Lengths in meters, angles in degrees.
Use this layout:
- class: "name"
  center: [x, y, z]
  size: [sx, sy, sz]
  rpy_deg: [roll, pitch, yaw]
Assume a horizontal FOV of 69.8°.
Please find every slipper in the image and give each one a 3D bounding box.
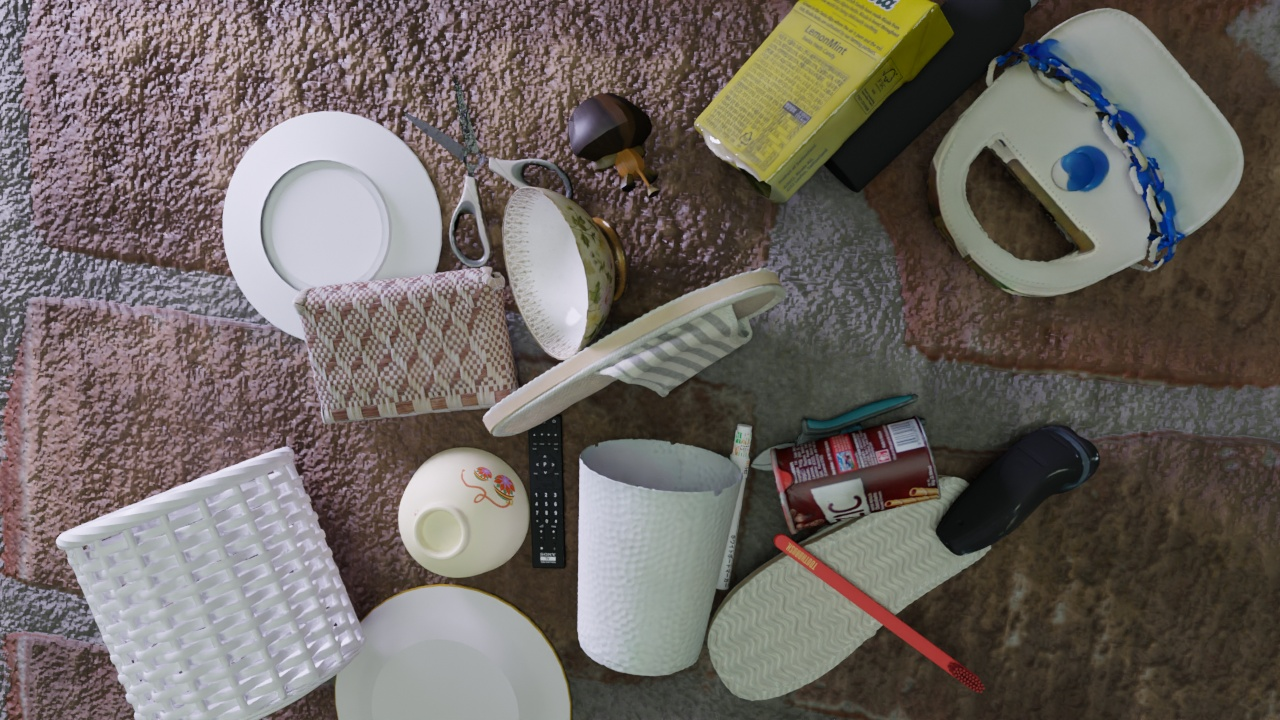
- class: "slipper"
  center: [0.175, 0.189, 0.776]
  size: [0.263, 0.052, 0.115]
  rpy_deg: [-33, 95, -1]
- class: "slipper"
  center: [-0.004, 0.004, 0.753]
  size: [0.273, 0.114, 0.054]
  rpy_deg: [-26, 74, 9]

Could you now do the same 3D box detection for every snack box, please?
- class: "snack box"
  center: [0.171, 0.092, 0.738]
  size: [0.121, 0.072, 0.072]
  rpy_deg: [-14, 94, 9]
- class: "snack box"
  center: [0.134, -0.215, 0.712]
  size: [0.181, 0.045, 0.121]
  rpy_deg: [-47, 47, 11]

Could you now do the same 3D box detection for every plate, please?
- class: "plate"
  center: [-0.280, -0.117, 0.822]
  size: [0.209, 0.015, 0.208]
  rpy_deg: [1, 96, 8]
- class: "plate"
  center: [-0.178, 0.322, 0.852]
  size: [0.230, 0.021, 0.230]
  rpy_deg: [1, 96, 8]

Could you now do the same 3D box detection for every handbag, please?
- class: "handbag"
  center: [-0.201, -0.013, 0.806]
  size: [0.186, 0.047, 0.124]
  rpy_deg: [-6, 104, 7]
- class: "handbag"
  center: [0.326, -0.146, 0.702]
  size: [0.200, 0.092, 0.200]
  rpy_deg: [-44, 90, 16]

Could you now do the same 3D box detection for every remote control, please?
- class: "remote control"
  center: [-0.084, 0.118, 0.823]
  size: [0.030, 0.009, 0.140]
  rpy_deg: [0, 96, 8]

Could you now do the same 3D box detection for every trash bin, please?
- class: "trash bin"
  center: [0.008, 0.161, 0.760]
  size: [0.133, 0.133, 0.161]
  rpy_deg: [8, 102, 7]

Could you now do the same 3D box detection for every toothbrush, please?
- class: "toothbrush"
  center: [0.194, 0.205, 0.742]
  size: [0.212, 0.018, 0.012]
  rpy_deg: [37, 90, -4]

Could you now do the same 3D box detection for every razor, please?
- class: "razor"
  center: [0.302, 0.108, 0.739]
  size: [0.140, 0.053, 0.064]
  rpy_deg: [-38, 128, -1]

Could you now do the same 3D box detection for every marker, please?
- class: "marker"
  center: [0.080, 0.127, 0.798]
  size: [0.017, 0.017, 0.145]
  rpy_deg: [9, 97, 7]

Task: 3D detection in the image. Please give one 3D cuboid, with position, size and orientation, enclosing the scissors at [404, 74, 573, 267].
- class: "scissors"
  center: [-0.135, -0.160, 0.798]
  size: [0.157, 0.012, 0.171]
  rpy_deg: [9, 98, 5]

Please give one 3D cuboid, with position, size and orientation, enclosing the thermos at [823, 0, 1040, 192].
- class: "thermos"
  center: [0.235, -0.234, 0.716]
  size: [0.231, 0.061, 0.061]
  rpy_deg: [-44, 89, 10]

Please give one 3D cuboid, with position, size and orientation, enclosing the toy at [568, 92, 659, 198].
- class: "toy"
  center: [-0.015, -0.174, 0.758]
  size: [0.076, 0.063, 0.100]
  rpy_deg: [-24, 75, -26]

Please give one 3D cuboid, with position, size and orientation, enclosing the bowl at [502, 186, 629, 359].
- class: "bowl"
  center: [-0.055, -0.078, 0.756]
  size: [0.063, 0.145, 0.145]
  rpy_deg: [-19, 94, -29]

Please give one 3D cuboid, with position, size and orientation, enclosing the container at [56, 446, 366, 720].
- class: "container"
  center: [-0.356, 0.194, 0.779]
  size: [0.189, 0.189, 0.187]
  rpy_deg: [-20, 94, 9]

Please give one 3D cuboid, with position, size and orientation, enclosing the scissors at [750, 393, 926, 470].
- class: "scissors"
  center: [0.165, 0.059, 0.779]
  size: [0.136, 0.019, 0.139]
  rpy_deg: [20, 100, 7]

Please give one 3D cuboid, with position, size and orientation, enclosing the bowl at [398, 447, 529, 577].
- class: "bowl"
  center: [-0.163, 0.141, 0.804]
  size: [0.118, 0.074, 0.118]
  rpy_deg: [1, 96, 8]
